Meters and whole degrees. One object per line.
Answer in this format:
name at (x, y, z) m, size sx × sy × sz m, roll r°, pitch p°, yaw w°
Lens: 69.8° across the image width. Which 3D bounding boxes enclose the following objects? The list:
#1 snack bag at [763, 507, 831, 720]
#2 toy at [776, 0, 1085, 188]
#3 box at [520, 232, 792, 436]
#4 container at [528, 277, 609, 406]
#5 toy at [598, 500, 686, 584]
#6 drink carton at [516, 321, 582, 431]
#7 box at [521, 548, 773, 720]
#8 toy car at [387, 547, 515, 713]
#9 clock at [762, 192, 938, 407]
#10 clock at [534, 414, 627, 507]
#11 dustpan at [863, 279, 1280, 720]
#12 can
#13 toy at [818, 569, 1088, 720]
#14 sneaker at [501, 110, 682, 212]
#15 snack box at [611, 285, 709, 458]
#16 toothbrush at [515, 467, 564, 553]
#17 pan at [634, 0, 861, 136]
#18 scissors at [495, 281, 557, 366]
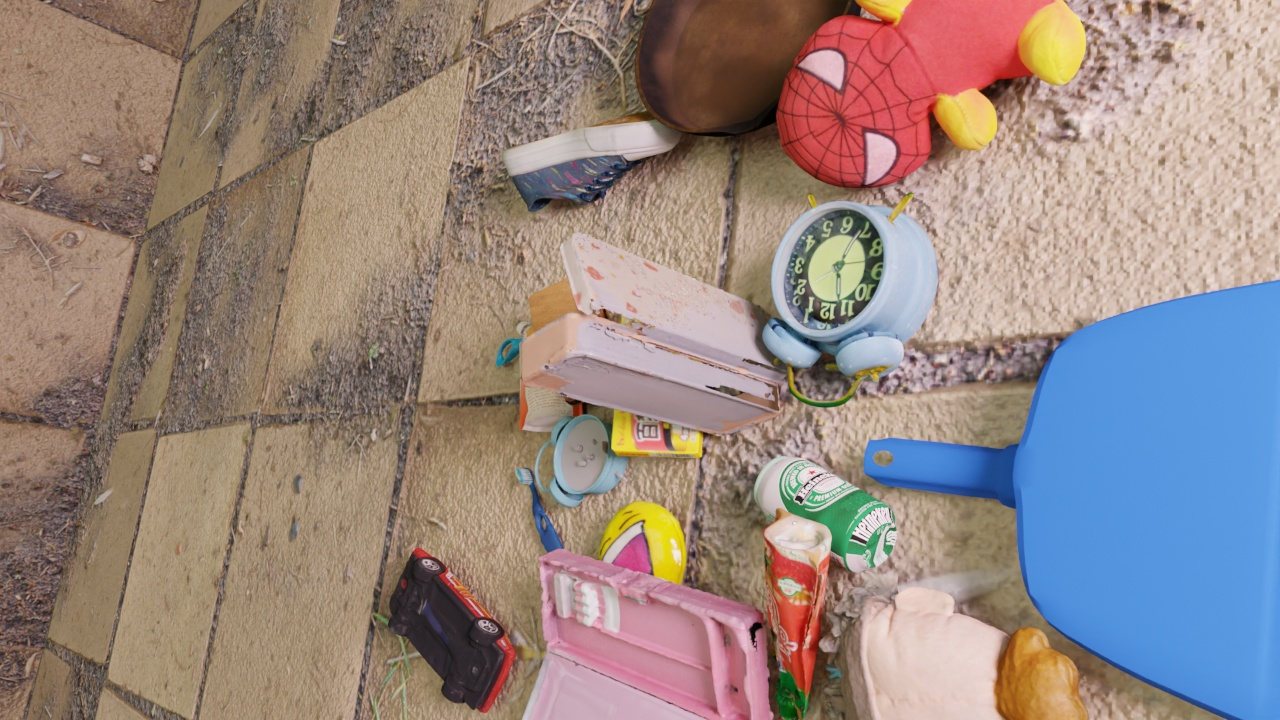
snack bag at (0.105, 0.183, 0.627) m, size 0.087 × 0.044 × 0.155 m, roll -108°, pitch 15°, yaw -67°
toy at (0.192, -0.207, 0.654) m, size 0.217 × 0.098 × 0.147 m, roll -27°, pitch 88°, yaw 40°
box at (0.014, -0.002, 0.690) m, size 0.108 × 0.216 × 0.094 m, roll -51°, pitch 44°, yaw 24°
container at (-0.066, -0.023, 0.884) m, size 0.063 × 0.061 × 0.113 m, roll -24°, pitch 58°, yaw 16°
toy at (0.002, 0.166, 0.776) m, size 0.096 × 0.041 × 0.094 m, roll -51°, pitch 50°, yaw 27°
drink carton at (-0.094, 0.008, 0.935) m, size 0.069 × 0.039 × 0.122 m, roll -12°, pitch 62°, yaw 16°
box at (-0.002, 0.254, 0.725) m, size 0.233 × 0.059 × 0.179 m, roll 6°, pitch 88°, yaw 45°
toy car at (-0.196, 0.273, 0.941) m, size 0.189 × 0.056 × 0.081 m, roll 33°, pitch 103°, yaw 41°
clock at (0.150, -0.044, 0.676) m, size 0.118 × 0.060 × 0.162 m, roll 6°, pitch 85°, yaw 46°
clock at (-0.061, 0.093, 0.868) m, size 0.123 × 0.042 × 0.087 m, roll -18°, pitch 64°, yaw 41°
dustpan at (0.247, 0.067, 0.534) m, size 0.258 × 0.059 × 0.245 m, roll 3°, pitch 79°, yaw 38°
can at (0.130, 0.107, 0.648) m, size 0.101 × 0.053 × 0.053 m, roll 28°, pitch 98°, yaw 48°
toy at (0.181, 0.192, 0.548) m, size 0.176 × 0.076 × 0.132 m, roll -13°, pitch 84°, yaw 50°
sneaker at (-0.047, -0.202, 0.944) m, size 0.236 × 0.087 × 0.079 m, roll 0°, pitch 111°, yaw 44°
snack box at (0.019, 0.008, 0.795) m, size 0.075 × 0.025 × 0.152 m, roll 1°, pitch 75°, yaw 11°
toothbrush at (-0.098, 0.154, 0.906) m, size 0.021 × 0.016 × 0.132 m, roll -53°, pitch 44°, yaw 23°
pan at (0.148, -0.313, 0.777) m, size 0.357 × 0.043 × 0.248 m, roll -18°, pitch 62°, yaw 34°
scissors at (-0.106, -0.019, 0.981) m, size 0.132 × 0.015 × 0.110 m, roll -42°, pitch 48°, yaw 22°
